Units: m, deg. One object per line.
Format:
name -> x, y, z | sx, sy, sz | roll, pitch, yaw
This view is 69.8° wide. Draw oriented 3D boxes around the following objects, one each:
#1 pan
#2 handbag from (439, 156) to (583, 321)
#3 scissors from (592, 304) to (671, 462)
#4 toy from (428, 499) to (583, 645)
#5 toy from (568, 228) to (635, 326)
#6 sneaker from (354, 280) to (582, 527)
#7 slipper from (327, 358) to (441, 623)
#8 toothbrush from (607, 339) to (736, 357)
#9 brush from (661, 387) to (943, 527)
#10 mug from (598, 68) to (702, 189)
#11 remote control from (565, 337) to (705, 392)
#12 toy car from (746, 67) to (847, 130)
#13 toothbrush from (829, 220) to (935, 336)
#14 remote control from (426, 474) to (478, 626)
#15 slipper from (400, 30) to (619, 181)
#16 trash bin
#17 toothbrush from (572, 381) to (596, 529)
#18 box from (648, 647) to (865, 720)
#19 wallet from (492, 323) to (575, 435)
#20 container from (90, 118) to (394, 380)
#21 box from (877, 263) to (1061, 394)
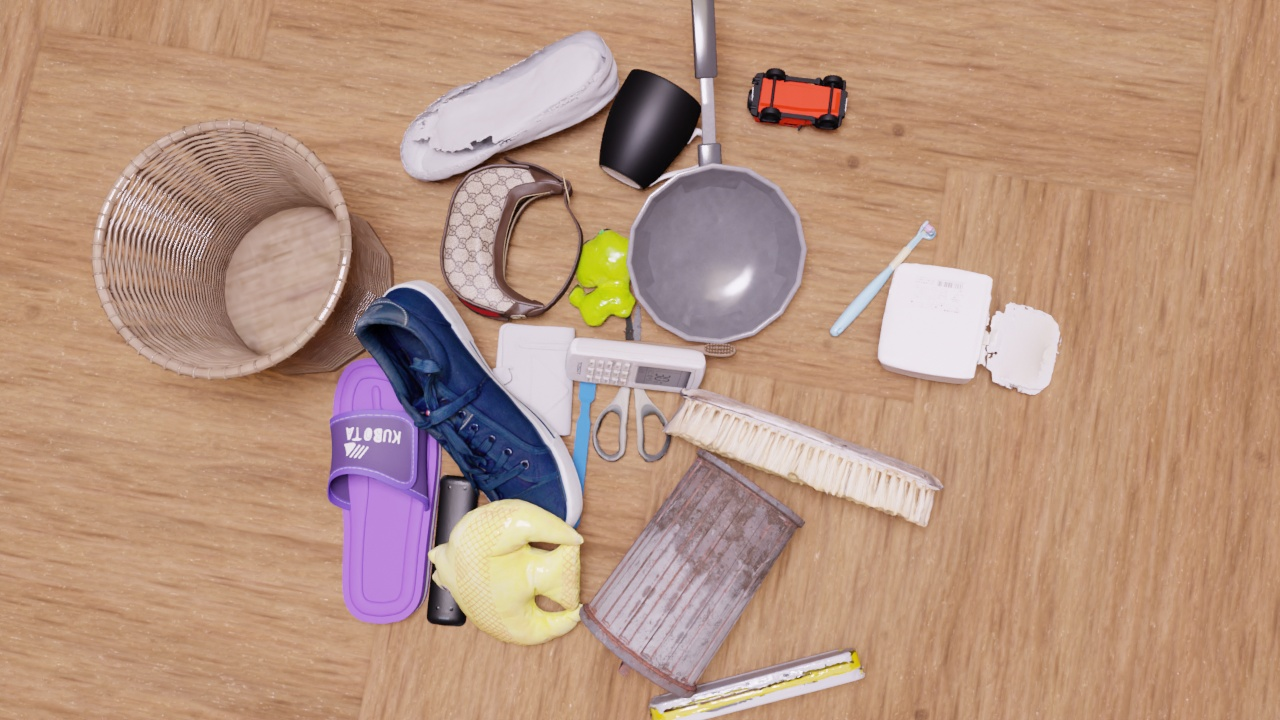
pan -> 0.068, -0.193, 0.896 | 0.178, 0.041, 0.357 | -5, 105, -2
handbag -> -0.127, -0.124, 0.940 | 0.138, 0.063, 0.166 | 9, 80, 3
scissors -> 0.002, 0.027, 0.946 | 0.132, 0.012, 0.169 | 30, 82, 5
toy -> -0.130, 0.208, 0.887 | 0.155, 0.064, 0.171 | 2, 117, 6
toy -> -0.033, -0.087, 0.946 | 0.094, 0.036, 0.093 | -19, 89, 7
sneaker -> -0.167, 0.061, 0.866 | 0.121, 0.127, 0.294 | -33, 97, 27
slipper -> -0.260, 0.127, 0.909 | 0.107, 0.084, 0.266 | -2, 84, 2
toothbrush -> 0.014, -0.012, 0.928 | 0.167, 0.016, 0.016 | 1, 76, 17
brush -> 0.158, 0.092, 0.895 | 0.271, 0.083, 0.056 | 20, 87, 3
mug -> 0.017, -0.223, 0.942 | 0.118, 0.085, 0.100 | 27, 92, -24
remote control -> -0.005, 0.005, 0.911 | 0.138, 0.060, 0.025 | 6, 62, -4
toy car -> 0.161, -0.267, 0.948 | 0.100, 0.049, 0.051 | 8, 84, 3
toothbrush -> 0.248, -0.083, 0.943 | 0.155, 0.016, 0.022 | -47, 122, -3
remote control -> -0.191, 0.193, 0.932 | 0.041, 0.020, 0.152 | 5, 86, 2
slipper -> -0.136, -0.254, 0.945 | 0.247, 0.074, 0.112 | -24, 53, 10
trash bin -> 0.045, 0.204, 0.866 | 0.131, 0.131, 0.211 | 35, 85, 5
toothbrush -> -0.061, 0.089, 0.943 | 0.016, 0.014, 0.166 | 6, 89, 3
box -> 0.110, 0.316, 0.885 | 0.209, 0.064, 0.033 | -16, 74, 1
wallet -> -0.110, 0.019, 0.940 | 0.086, 0.032, 0.116 | -1, 85, 1
container -> -0.357, -0.087, 0.879 | 0.227, 0.196, 0.226 | 0, 84, 2
box -> 0.329, -0.027, 0.904 | 0.190, 0.083, 0.110 | 13, 87, 2
